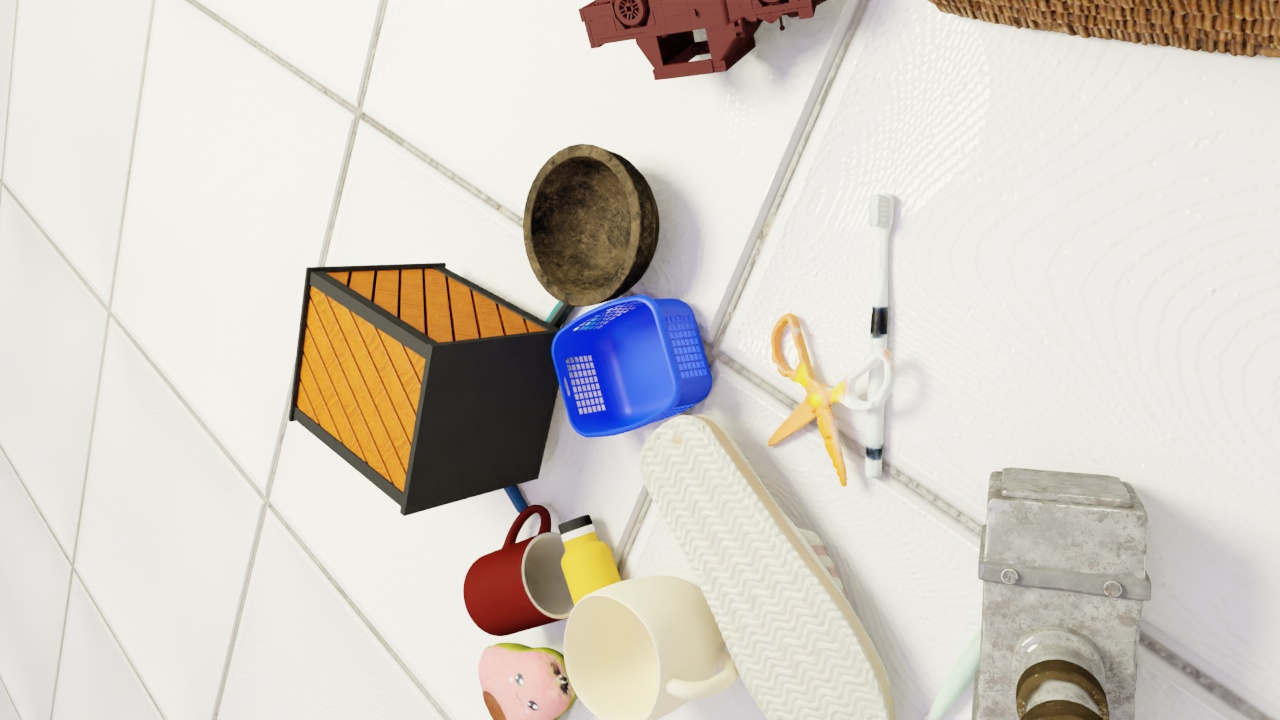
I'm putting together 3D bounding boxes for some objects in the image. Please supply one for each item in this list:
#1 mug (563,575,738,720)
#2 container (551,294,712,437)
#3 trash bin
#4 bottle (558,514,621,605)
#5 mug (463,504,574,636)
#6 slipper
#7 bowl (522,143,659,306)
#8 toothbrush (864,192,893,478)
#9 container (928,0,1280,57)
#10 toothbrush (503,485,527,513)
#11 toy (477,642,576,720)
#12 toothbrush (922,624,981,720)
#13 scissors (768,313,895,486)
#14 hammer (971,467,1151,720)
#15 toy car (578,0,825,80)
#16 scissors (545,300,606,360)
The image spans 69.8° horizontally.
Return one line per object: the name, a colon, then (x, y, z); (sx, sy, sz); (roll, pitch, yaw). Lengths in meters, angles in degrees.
mug: (0.019, 0.212, 0.676); (0.120, 0.099, 0.096); (16, 102, 39)
container: (-0.004, 0.004, 0.701); (0.114, 0.058, 0.096); (-21, 81, 39)
trash bin: (-0.180, 0.014, 0.773); (0.172, 0.139, 0.140); (28, 114, 35)
bottle: (-0.032, 0.200, 0.755); (0.043, 0.043, 0.143); (-28, 77, 38)
mug: (-0.100, 0.179, 0.798); (0.083, 0.073, 0.105); (-27, 54, 38)
slipper: (0.088, 0.156, 0.646); (0.115, 0.052, 0.263); (-41, 73, 37)
bowl: (-0.029, -0.103, 0.712); (0.121, 0.056, 0.121); (5, 98, 39)
toothbrush: (0.153, -0.014, 0.596); (0.012, 0.017, 0.187); (9, 101, 52)
container: (0.247, -0.250, 0.406); (0.250, 0.162, 0.183); (23, 105, 35)
toothbrush: (-0.148, 0.071, 0.856); (0.014, 0.014, 0.167); (-44, 68, 30)
toy: (-0.100, 0.287, 0.815); (0.110, 0.051, 0.090); (-35, 74, 36)
toothbrush: (0.194, 0.218, 0.588); (0.022, 0.015, 0.155); (-113, 41, -59)
scissors: (0.124, 0.023, 0.618); (0.131, 0.011, 0.125); (-28, 73, 50)
hammer: (0.183, 0.164, 0.395); (0.080, 0.325, 0.177); (3, 97, 22)
toy car: (0.048, -0.232, 0.618); (0.170, 0.070, 0.062); (3, 125, 30)
scissors: (-0.075, -0.006, 0.785); (0.146, 0.019, 0.133); (11, 101, 38)
